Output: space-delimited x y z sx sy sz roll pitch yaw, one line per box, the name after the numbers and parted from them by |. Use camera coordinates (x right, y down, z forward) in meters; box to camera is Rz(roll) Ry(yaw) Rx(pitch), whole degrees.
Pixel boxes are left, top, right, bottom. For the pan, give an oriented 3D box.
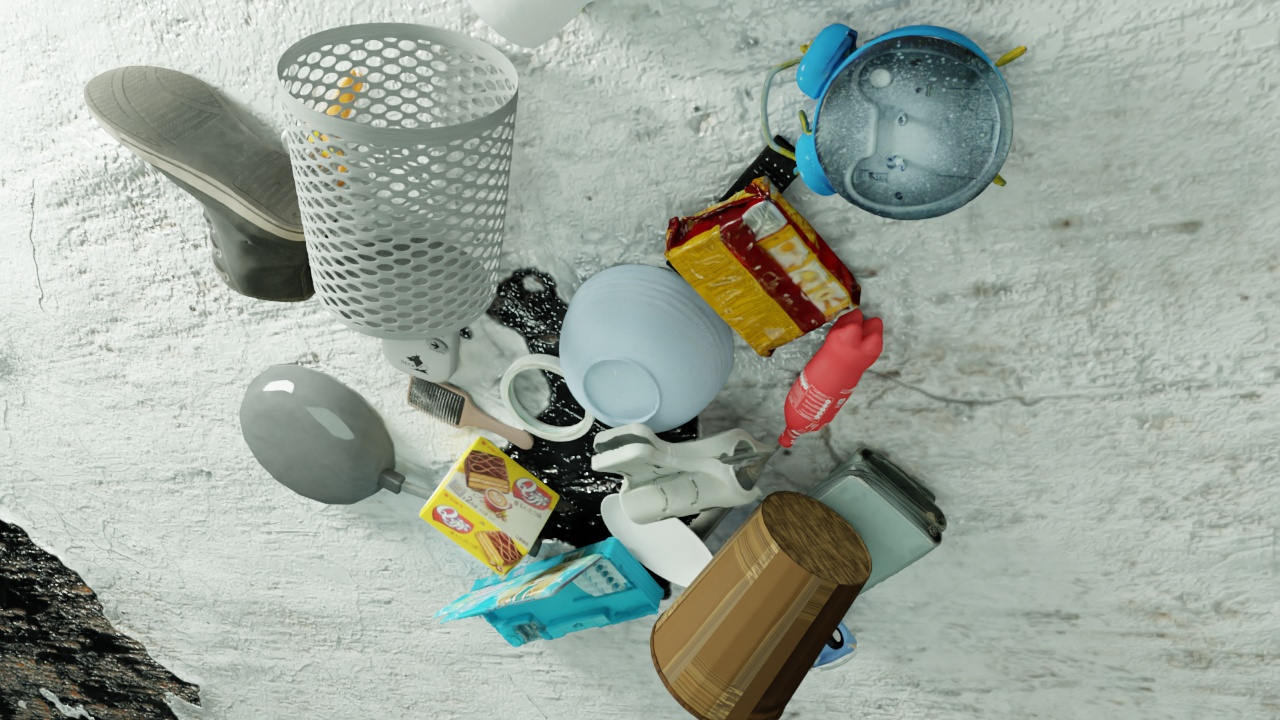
-0.269 0.126 0.970 0.357 0.041 0.179 25 130 3 | pan

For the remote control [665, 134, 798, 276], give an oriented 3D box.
0.069 -0.108 0.680 0.030 0.009 0.140 37 130 -7 | remote control

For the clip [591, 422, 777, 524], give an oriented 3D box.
0.028 0.101 0.761 0.127 0.151 0.104 -21 76 39 | clip

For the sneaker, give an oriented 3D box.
-0.364 -0.149 0.778 0.235 0.095 0.120 32 138 -3 | sneaker

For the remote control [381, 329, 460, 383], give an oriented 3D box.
-0.200 -0.044 0.830 0.074 0.019 0.151 19 130 8 | remote control

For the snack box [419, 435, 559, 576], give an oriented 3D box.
-0.147 0.144 0.907 0.106 0.083 0.061 39 128 -8 | snack box

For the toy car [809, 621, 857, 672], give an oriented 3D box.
0.140 0.227 0.864 0.056 0.054 0.153 -36 99 31 | toy car

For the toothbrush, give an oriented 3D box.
0.089 0.116 0.833 0.024 0.022 0.186 18 131 -18 | toothbrush

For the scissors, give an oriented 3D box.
-0.255 -0.193 0.748 0.065 0.013 0.129 37 131 -8 | scissors

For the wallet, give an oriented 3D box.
0.186 0.143 0.794 0.100 0.054 0.132 43 130 3 | wallet

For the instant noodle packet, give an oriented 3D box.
0.090 -0.068 0.674 0.099 0.039 0.135 -29 121 32 | instant noodle packet

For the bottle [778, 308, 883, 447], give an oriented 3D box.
0.145 0.020 0.724 0.042 0.041 0.142 27 130 1 | bottle

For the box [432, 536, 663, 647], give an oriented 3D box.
-0.110 0.244 0.968 0.228 0.084 0.171 -25 146 36 | box

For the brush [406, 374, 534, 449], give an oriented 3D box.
-0.167 0.056 0.894 0.136 0.015 0.050 25 131 3 | brush

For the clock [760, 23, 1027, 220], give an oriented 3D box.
0.154 -0.155 0.580 0.161 0.060 0.117 10 129 17 | clock

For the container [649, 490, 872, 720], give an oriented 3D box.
0.103 0.203 0.762 0.132 0.132 0.168 29 118 0 | container

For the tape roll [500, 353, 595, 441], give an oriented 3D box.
-0.084 0.035 0.846 0.093 0.013 0.093 11 128 14 | tape roll

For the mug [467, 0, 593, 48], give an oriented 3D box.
-0.052 -0.259 0.570 0.106 0.082 0.082 -27 112 36 | mug

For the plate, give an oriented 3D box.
0.020 0.173 0.888 0.134 0.011 0.135 27 146 20 | plate

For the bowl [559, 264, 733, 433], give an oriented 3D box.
-0.004 0.004 0.751 0.151 0.074 0.151 11 127 14 | bowl

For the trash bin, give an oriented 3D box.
-0.173 -0.126 0.673 0.156 0.156 0.184 18 132 8 | trash bin
